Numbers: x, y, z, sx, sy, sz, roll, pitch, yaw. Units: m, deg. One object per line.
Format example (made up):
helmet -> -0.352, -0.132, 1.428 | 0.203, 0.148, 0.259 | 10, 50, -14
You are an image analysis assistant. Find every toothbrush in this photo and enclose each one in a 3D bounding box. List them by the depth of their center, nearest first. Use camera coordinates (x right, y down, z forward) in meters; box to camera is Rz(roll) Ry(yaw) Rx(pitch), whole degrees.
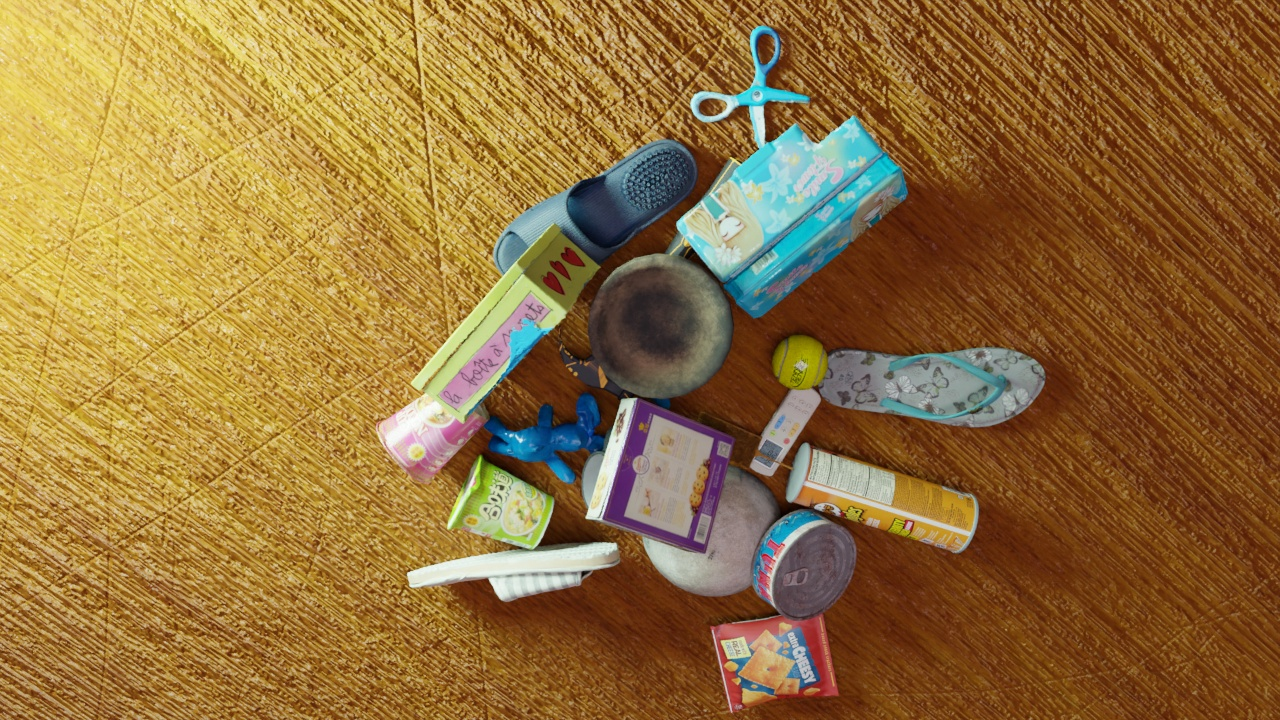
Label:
toothbrush -> -0.007, 0.007, 1.123 | 0.022, 0.017, 0.135 | -37, 102, 9

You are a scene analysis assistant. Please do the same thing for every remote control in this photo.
remote control -> 0.176, 0.085, 1.131 | 0.038, 0.018, 0.126 | 29, 104, -4

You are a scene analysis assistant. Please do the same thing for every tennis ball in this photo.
tennis ball -> 0.189, 0.002, 1.086 | 0.065, 0.065, 0.065 | 1, 104, 2

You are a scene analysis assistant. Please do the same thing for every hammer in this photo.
hammer -> 0.023, -0.102, 1.075 | 0.123, 0.036, 0.321 | 35, 100, -9

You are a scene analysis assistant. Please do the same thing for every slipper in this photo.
slipper -> -0.051, -0.160, 1.049 | 0.264, 0.082, 0.101 | -30, 103, 9
slipper -> 0.348, 0.036, 1.094 | 0.269, 0.054, 0.098 | 1, 106, 4
slipper -> -0.158, 0.264, 1.143 | 0.273, 0.114, 0.054 | -7, 91, 12

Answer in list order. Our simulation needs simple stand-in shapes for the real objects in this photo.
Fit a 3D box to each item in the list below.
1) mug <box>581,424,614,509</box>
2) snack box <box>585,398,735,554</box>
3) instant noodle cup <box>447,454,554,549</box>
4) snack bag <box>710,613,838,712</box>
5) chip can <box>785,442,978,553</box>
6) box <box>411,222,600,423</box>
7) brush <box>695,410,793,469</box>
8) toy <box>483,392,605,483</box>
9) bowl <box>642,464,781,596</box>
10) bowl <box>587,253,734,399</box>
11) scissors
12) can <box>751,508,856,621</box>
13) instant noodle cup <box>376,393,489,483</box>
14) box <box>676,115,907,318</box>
mug -> -0.014, 0.131, 1.108 | 0.087, 0.078, 0.113 | 3, 85, -34
snack box -> 0.026, 0.134, 1.055 | 0.148, 0.041, 0.143 | 24, 75, -26
instant noodle cup -> -0.170, 0.182, 1.136 | 0.108, 0.099, 0.099 | 25, 103, -12
snack bag -> 0.174, 0.389, 1.194 | 0.144, 0.039, 0.131 | -12, 103, 5
chip can -> 0.292, 0.167, 1.116 | 0.215, 0.075, 0.075 | 17, 104, -2
box -> -0.151, -0.041, 1.028 | 0.083, 0.124, 0.222 | 39, 126, -8
brush -> 0.123, 0.107, 1.126 | 0.126, 0.017, 0.048 | 24, 104, 9
toy -> -0.107, 0.088, 1.121 | 0.176, 0.071, 0.113 | -2, 115, 3
bowl -> 0.090, 0.222, 1.137 | 0.178, 0.081, 0.178 | 0, 102, 1
bowl -> 0.023, -0.043, 1.037 | 0.162, 0.070, 0.162 | 0, 106, 2
scissors -> 0.126, -0.310, 1.040 | 0.134, 0.011, 0.140 | 6, 103, 4
can -> 0.201, 0.250, 1.125 | 0.129, 0.044, 0.130 | -11, 112, -28
instant noodle cup -> -0.246, 0.078, 1.114 | 0.108, 0.097, 0.097 | -40, 99, 3
box -> 0.178, -0.157, 1.018 | 0.227, 0.085, 0.169 | -39, 125, 11
